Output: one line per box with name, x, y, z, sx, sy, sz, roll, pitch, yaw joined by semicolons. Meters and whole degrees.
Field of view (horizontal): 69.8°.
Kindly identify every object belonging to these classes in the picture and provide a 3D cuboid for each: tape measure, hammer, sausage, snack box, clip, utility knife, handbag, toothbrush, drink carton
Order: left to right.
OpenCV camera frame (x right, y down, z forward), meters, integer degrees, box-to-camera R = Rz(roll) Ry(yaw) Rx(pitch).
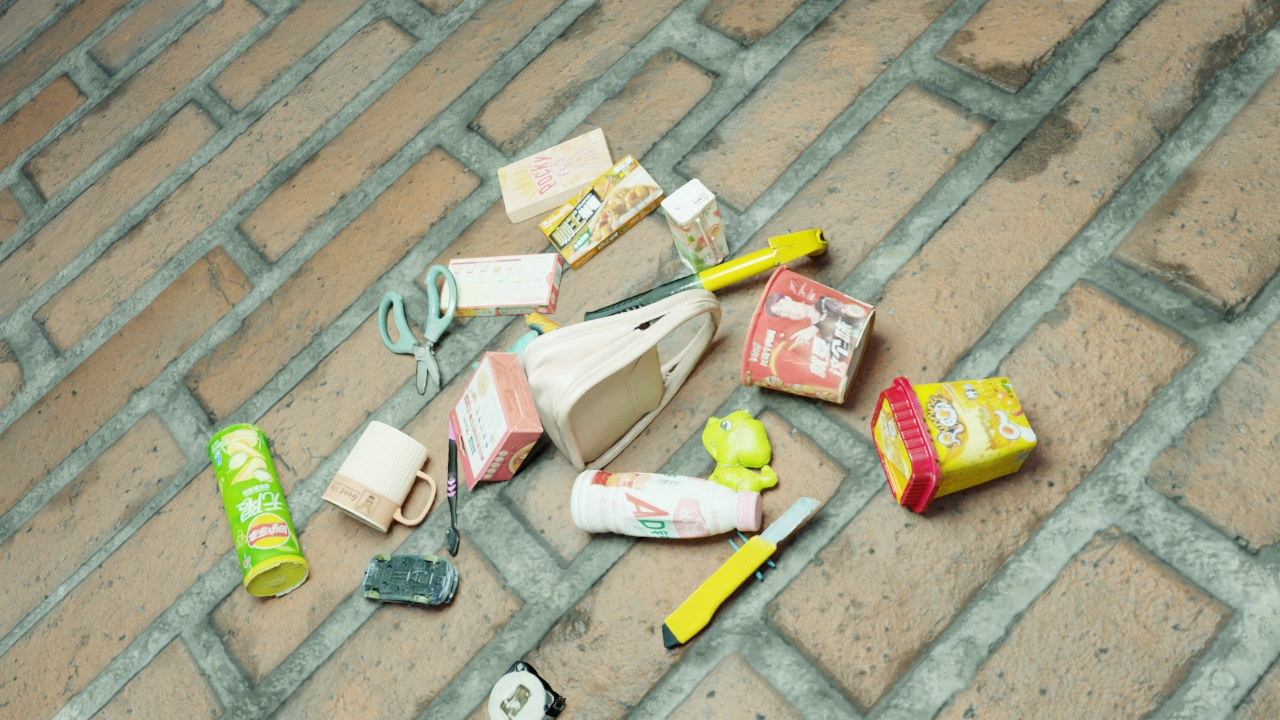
toothbrush;-0.224;0.139;1.086;0.014;0.018;0.189;-14;59;12
snack box;-0.170;0.072;1.065;0.127;0.044;0.113;-52;48;40
snack box;-0.181;-0.097;1.189;0.156;0.027;0.076;-1;64;18
tape measure;-0.119;0.349;0.931;0.066;0.033;0.066;33;76;31
snack box;-0.113;-0.251;1.249;0.157;0.026;0.084;-20;59;7
sausage;-0.081;-0.022;1.121;0.165;0.021;0.021;28;75;29
snack box;-0.049;-0.192;1.188;0.153;0.026;0.075;-38;72;-3
handbag;-0.006;0.006;0.994;0.234;0.193;0.093;-32;64;-10
drink carton;0.068;-0.153;1.083;0.053;0.122;0.045;-37;60;-6
hammer;0.072;-0.091;1.074;0.301;0.128;0.033;-20;89;18
utility knife;0.100;0.213;0.927;0.216;0.015;0.033;-44;59;3
clip;0.113;0.200;0.946;0.047;0.014;0.057;-42;58;-4

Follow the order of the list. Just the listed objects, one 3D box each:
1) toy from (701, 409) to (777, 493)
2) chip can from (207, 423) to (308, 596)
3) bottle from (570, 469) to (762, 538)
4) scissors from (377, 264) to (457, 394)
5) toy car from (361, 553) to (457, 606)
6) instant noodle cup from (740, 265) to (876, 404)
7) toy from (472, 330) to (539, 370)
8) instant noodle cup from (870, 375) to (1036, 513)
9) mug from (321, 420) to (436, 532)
toy;0.107;0.102;0.989;0.097;0.031;0.100;16;74;25
chip can;-0.467;0.175;1.112;0.072;0.072;0.221;-32;58;-1
bottle;0.028;0.153;0.964;0.197;0.068;0.068;1;64;19
scissors;-0.296;-0.035;1.190;0.171;0.019;0.177;-3;78;31
toy car;-0.260;0.247;1.030;0.121;0.037;0.054;-4;63;27
instant noodle cup;0.181;-0.022;0.976;0.109;0.138;0.137;19;70;19
toy;-0.148;0.006;1.124;0.092;0.030;0.096;-46;65;-6
instant noodle cup;0.305;0.075;0.899;0.123;0.116;0.116;-12;59;-1
mug;-0.295;0.142;1.076;0.114;0.082;0.105;27;71;0
